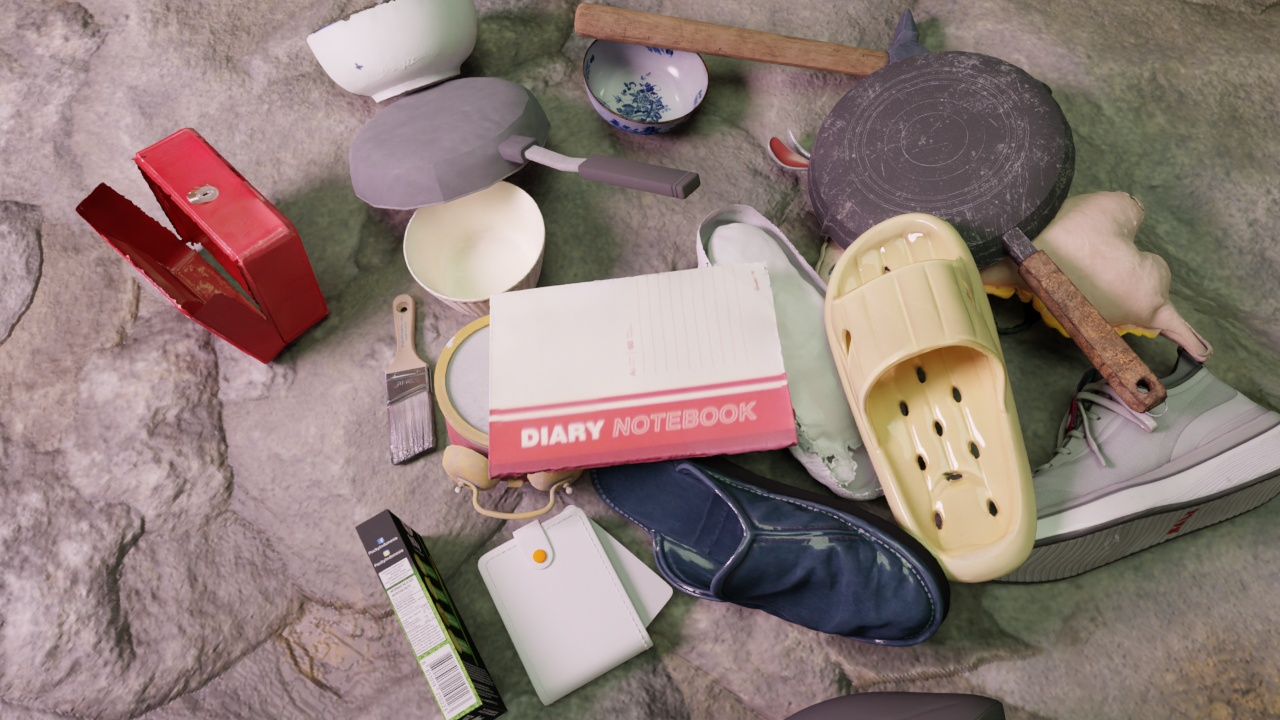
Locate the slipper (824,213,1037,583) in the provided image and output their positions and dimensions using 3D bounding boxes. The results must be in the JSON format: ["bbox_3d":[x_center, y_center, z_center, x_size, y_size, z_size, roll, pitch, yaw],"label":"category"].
[{"bbox_3d":[0.184,0.015,0.607,0.111,0.079,0.261,-20,68,23],"label":"slipper"}]

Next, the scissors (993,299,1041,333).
[{"bbox_3d":[0.358,-0.109,0.760,0.142,0.015,0.209,8,69,11],"label":"scissors"}]

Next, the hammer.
[{"bbox_3d":[0.102,-0.280,0.814,0.321,0.040,0.129,7,63,-5],"label":"hammer"}]

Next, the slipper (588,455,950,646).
[{"bbox_3d":[0.067,0.132,0.617,0.266,0.109,0.083,24,37,19],"label":"slipper"}]

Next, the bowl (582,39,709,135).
[{"bbox_3d":[0.002,-0.243,0.825,0.114,0.045,0.114,4,63,-8],"label":"bowl"}]

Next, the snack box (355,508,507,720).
[{"bbox_3d":[-0.145,0.181,0.638,0.025,0.080,0.147,-30,67,-9],"label":"snack box"}]

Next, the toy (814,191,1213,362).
[{"bbox_3d":[0.268,-0.051,0.705,0.264,0.065,0.195,-16,59,6],"label":"toy"}]

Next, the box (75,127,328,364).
[{"bbox_3d":[-0.341,-0.091,0.748,0.157,0.135,0.112,38,75,18],"label":"box"}]

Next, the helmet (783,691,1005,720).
[{"bbox_3d":[0.117,0.294,0.522,0.264,0.164,0.170,-46,59,-4],"label":"helmet"}]

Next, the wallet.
[{"bbox_3d":[-0.043,0.165,0.661,0.115,0.037,0.118,-27,71,-8],"label":"wallet"}]

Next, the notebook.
[{"bbox_3d":[-0.004,0.004,0.648,0.209,0.012,0.152,-7,59,3],"label":"notebook"}]

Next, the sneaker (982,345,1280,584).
[{"bbox_3d":[0.324,0.070,0.650,0.263,0.097,0.128,-21,55,-3],"label":"sneaker"}]

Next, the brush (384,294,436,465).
[{"bbox_3d":[-0.191,0.012,0.753,0.039,0.012,0.151,-11,65,0],"label":"brush"}]

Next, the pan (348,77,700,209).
[{"bbox_3d":[-0.101,-0.171,0.731,0.358,0.041,0.178,20,51,37],"label":"pan"}]

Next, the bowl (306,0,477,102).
[{"bbox_3d":[-0.213,-0.281,0.828,0.153,0.153,0.073,-22,109,-5],"label":"bowl"}]

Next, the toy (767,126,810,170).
[{"bbox_3d":[0.163,-0.162,0.791,0.112,0.030,0.049,35,45,15],"label":"toy"}]

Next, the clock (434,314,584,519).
[{"bbox_3d":[-0.093,0.047,0.691,0.117,0.081,0.158,1,58,-5],"label":"clock"}]

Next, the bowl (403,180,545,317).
[{"bbox_3d":[-0.132,-0.087,0.764,0.115,0.062,0.115,-2,66,4],"label":"bowl"}]

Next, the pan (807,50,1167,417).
[{"bbox_3d":[0.263,-0.104,0.680,0.208,0.040,0.356,-32,60,4],"label":"pan"}]

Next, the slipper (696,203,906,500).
[{"bbox_3d":[0.115,-0.003,0.700,0.112,0.074,0.246,-31,73,1],"label":"slipper"}]
